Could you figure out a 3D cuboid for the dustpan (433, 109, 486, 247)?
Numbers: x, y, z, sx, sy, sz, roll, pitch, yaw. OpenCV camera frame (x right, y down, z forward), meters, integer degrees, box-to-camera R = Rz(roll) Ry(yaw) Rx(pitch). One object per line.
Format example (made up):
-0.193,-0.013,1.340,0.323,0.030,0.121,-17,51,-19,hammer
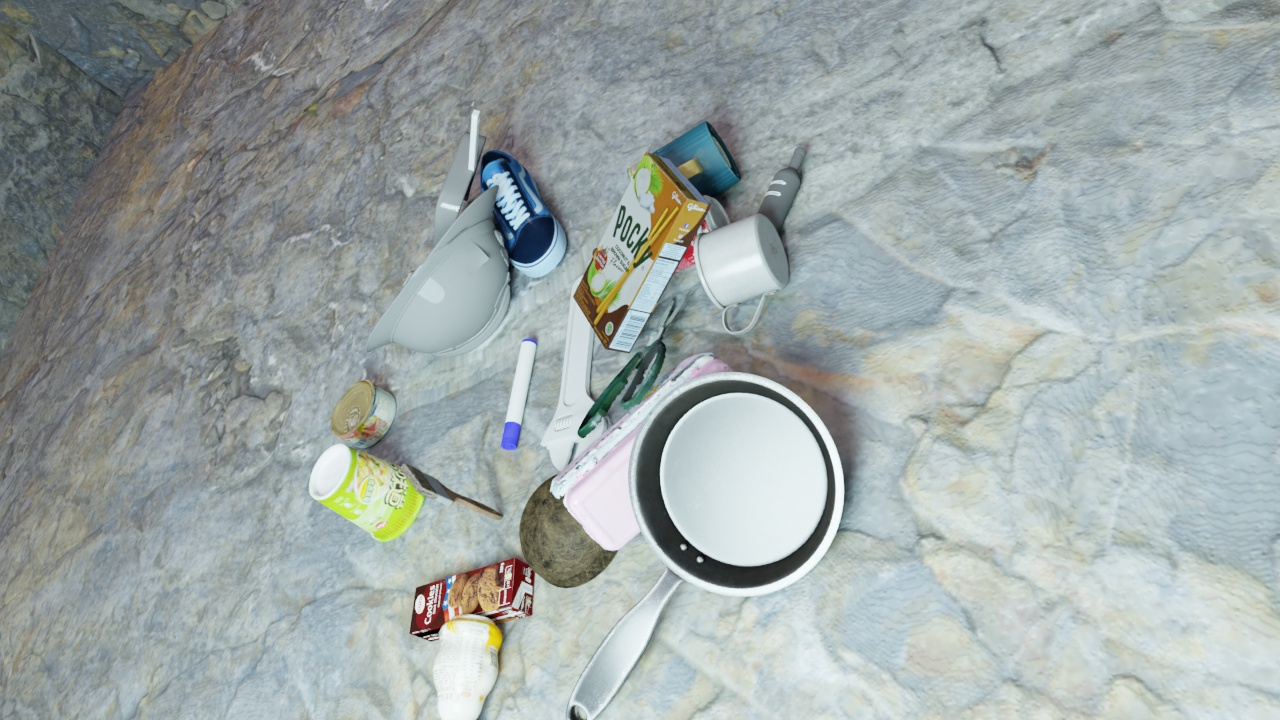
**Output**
-0.241,-0.243,1.243,0.258,0.033,0.162,111,172,-56,dustpan

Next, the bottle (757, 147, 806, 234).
0.151,-0.180,0.981,0.030,0.030,0.112,11,69,44,bottle

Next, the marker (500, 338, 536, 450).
-0.144,0.039,1.086,0.020,0.020,0.141,-15,53,32,marker

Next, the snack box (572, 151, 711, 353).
-0.003,-0.112,0.971,0.186,0.031,0.101,-61,40,26,snack box

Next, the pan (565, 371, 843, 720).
0.036,0.175,0.793,0.187,0.055,0.357,35,104,19,pan

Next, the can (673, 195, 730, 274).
0.044,-0.134,1.014,0.105,0.064,0.064,-23,49,27,can

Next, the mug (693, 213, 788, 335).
0.106,-0.086,0.925,0.071,0.084,0.113,-18,81,27,mug

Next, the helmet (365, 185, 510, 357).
-0.226,-0.085,1.175,0.271,0.117,0.183,-50,6,7,helmet

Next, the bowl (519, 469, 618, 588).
-0.078,0.160,0.916,0.121,0.056,0.121,-22,49,28,bowl

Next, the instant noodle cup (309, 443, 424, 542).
-0.331,0.153,1.098,0.099,0.108,0.098,-22,49,28,instant noodle cup

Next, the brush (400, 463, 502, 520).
-0.191,0.144,0.958,0.008,0.143,0.045,-51,51,1,brush

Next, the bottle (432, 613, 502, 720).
-0.170,0.305,0.888,0.063,0.063,0.108,-18,52,30,bottle

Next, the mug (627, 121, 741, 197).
0.048,-0.208,1.036,0.107,0.083,0.113,-28,7,18,mug

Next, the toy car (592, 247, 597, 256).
-0.021,-0.136,1.079,0.113,0.040,0.048,-55,31,32,toy car

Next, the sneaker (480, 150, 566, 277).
-0.174,-0.203,1.222,0.083,0.098,0.241,-38,44,12,sneaker

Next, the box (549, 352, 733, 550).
0.009,0.080,0.876,0.201,0.087,0.103,-42,17,-9,box

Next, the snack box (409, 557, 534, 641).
-0.175,0.250,0.953,0.141,0.031,0.050,-22,49,28,snack box

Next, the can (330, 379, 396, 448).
-0.374,0.072,1.238,0.086,0.043,0.086,-22,49,28,can

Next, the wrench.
-0.064,0.005,1.044,0.087,0.018,0.272,-19,50,30,wrench

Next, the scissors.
-0.006,0.005,0.965,0.147,0.015,0.209,-42,13,39,scissors
